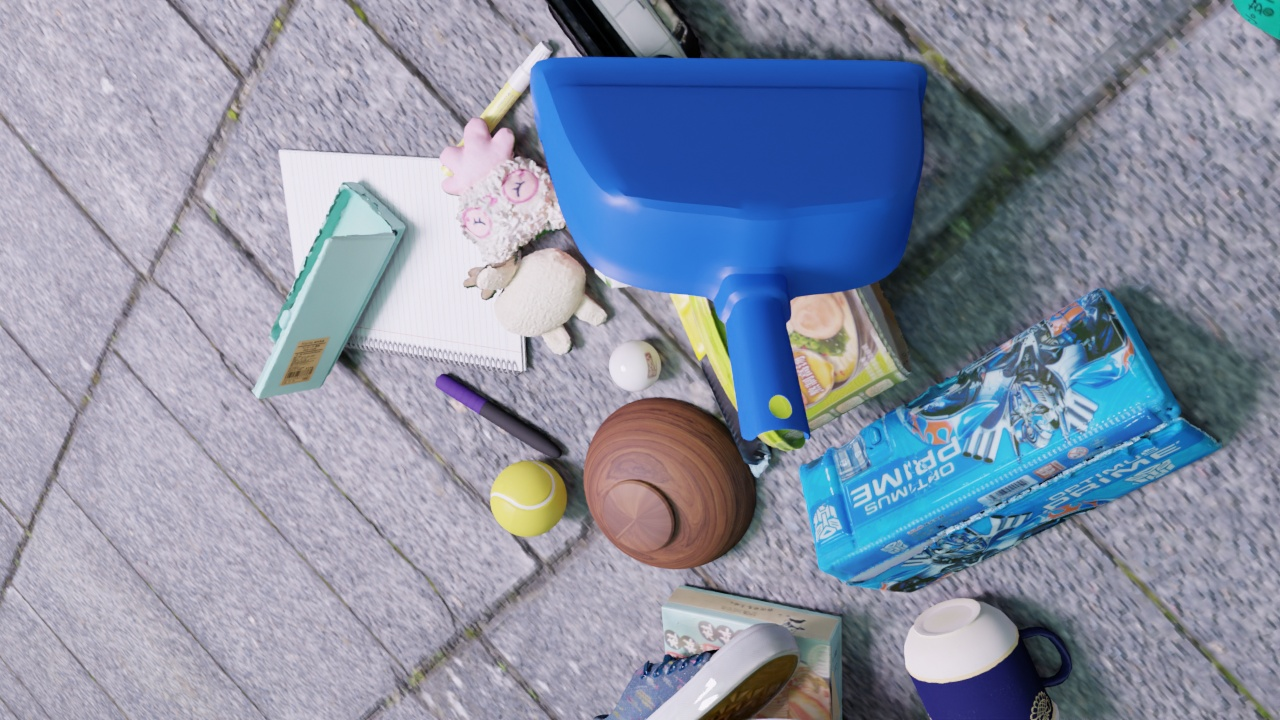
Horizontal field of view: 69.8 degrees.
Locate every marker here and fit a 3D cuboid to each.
[{"bbox_3d":[-0.111,-0.190,0.700,0.014,0.014,0.133,49,118,3],"label":"marker"},{"bbox_3d":[-0.125,0.050,0.804,0.134,0.015,0.018,30,148,14],"label":"marker"}]

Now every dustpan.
[{"bbox_3d":[0.060,-0.071,0.494,0.245,0.257,0.060,0,137,-3],"label":"dustpan"}]

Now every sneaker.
[{"bbox_3d":[0.028,0.265,0.726,0.236,0.087,0.079,-51,49,29],"label":"sneaker"}]

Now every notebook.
[{"bbox_3d":[-0.209,-0.087,0.796,0.246,0.013,0.178,9,112,24],"label":"notebook"}]

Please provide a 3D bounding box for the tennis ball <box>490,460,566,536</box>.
[{"bbox_3d":[-0.096,0.118,0.786,0.065,0.065,0.065,10,113,23],"label":"tennis ball"}]

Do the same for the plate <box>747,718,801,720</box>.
[{"bbox_3d":[0.104,0.338,0.715,0.229,0.030,0.230,2,124,3],"label":"plate"}]

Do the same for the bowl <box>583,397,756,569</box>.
[{"bbox_3d":[0.011,0.110,0.726,0.147,0.068,0.147,10,113,23],"label":"bowl"}]

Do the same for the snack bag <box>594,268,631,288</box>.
[{"bbox_3d":[-0.022,-0.113,0.654,0.036,0.077,0.116,-13,106,-7],"label":"snack bag"}]

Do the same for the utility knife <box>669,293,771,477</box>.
[{"bbox_3d":[0.063,0.010,0.691,0.029,0.020,0.172,-17,100,32],"label":"utility knife"}]

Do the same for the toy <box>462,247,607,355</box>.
[{"bbox_3d":[-0.082,-0.052,0.719,0.112,0.050,0.087,33,126,-19],"label":"toy"}]

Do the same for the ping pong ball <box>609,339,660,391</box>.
[{"bbox_3d":[-0.004,0.004,0.710,0.040,0.040,0.040,10,113,23],"label":"ping pong ball"}]

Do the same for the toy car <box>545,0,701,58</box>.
[{"bbox_3d":[-0.010,-0.219,0.613,0.071,0.094,0.191,-37,89,7],"label":"toy car"}]

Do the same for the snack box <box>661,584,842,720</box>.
[{"bbox_3d":[0.096,0.291,0.769,0.142,0.044,0.194,5,112,27],"label":"snack box"}]

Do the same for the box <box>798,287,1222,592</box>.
[{"bbox_3d":[0.239,0.072,0.616,0.115,0.093,0.244,28,130,-33],"label":"box"}]

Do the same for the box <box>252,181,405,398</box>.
[{"bbox_3d":[-0.283,-0.054,0.783,0.077,0.092,0.189,42,120,7],"label":"box"}]

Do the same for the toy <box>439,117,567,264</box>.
[{"bbox_3d":[-0.110,-0.129,0.702,0.096,0.041,0.109,-33,99,19],"label":"toy"}]

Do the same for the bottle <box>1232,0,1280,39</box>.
[{"bbox_3d":[0.330,-0.192,0.448,0.210,0.067,0.068,36,121,10],"label":"bottle"}]

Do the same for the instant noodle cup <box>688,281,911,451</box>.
[{"bbox_3d":[0.105,-0.024,0.589,0.098,0.146,0.146,-25,96,22],"label":"instant noodle cup"}]

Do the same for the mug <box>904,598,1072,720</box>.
[{"bbox_3d":[0.246,0.214,0.649,0.112,0.086,0.089,-26,94,-4],"label":"mug"}]
